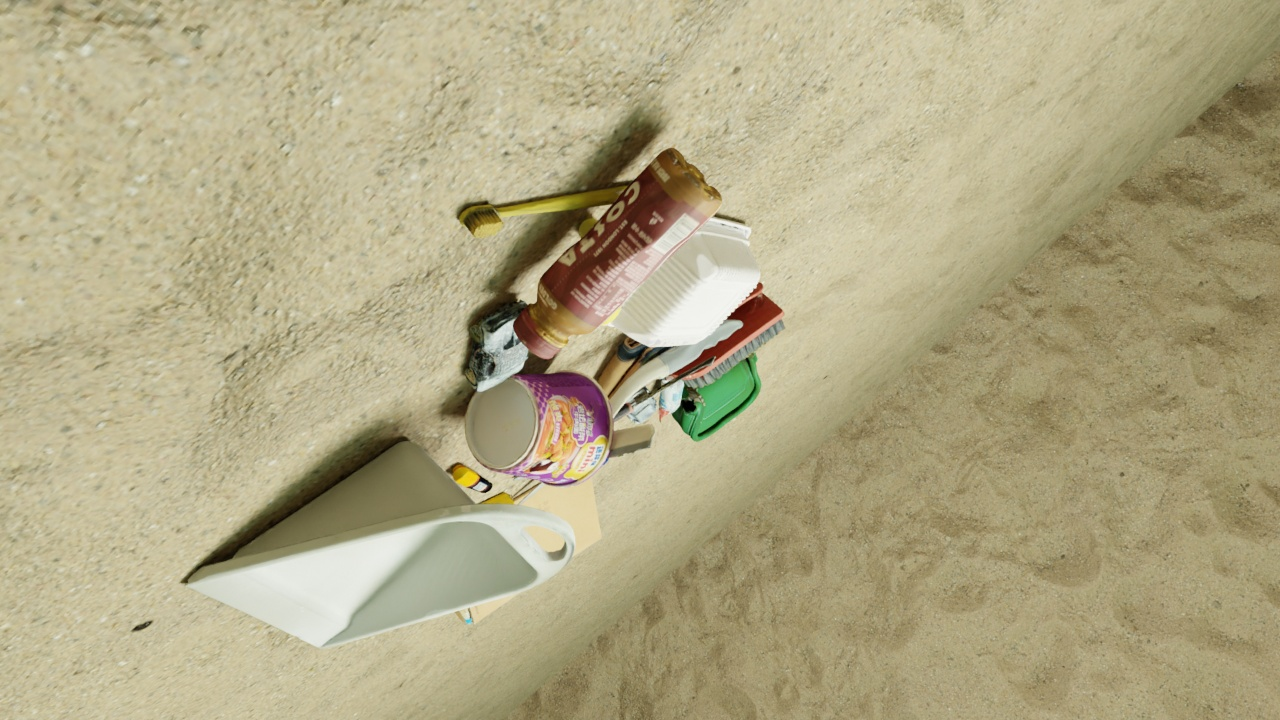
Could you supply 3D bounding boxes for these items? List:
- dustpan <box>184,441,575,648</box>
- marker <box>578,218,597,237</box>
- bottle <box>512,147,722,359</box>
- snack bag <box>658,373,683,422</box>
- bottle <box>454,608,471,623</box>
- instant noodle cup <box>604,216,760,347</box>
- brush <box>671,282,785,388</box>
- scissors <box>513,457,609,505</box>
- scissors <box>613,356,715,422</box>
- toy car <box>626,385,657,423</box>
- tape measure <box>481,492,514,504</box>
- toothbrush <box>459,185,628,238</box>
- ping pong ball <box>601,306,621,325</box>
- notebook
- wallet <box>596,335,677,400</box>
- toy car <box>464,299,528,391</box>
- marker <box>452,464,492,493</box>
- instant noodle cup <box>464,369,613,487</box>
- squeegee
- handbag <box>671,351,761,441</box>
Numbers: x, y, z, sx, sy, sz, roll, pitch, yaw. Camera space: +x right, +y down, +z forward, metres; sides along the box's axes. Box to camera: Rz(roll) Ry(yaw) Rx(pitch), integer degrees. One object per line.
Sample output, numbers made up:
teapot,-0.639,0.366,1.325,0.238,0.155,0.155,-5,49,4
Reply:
dustpan,-0.197,0.187,0.797,0.257,0.142,0.223,-41,149,-11
marker,-0.029,-0.085,0.739,0.018,0.015,0.124,-36,164,-1
bottle,-0.021,-0.072,0.661,0.175,0.057,0.057,-43,163,16
snack bag,0.039,0.035,1.139,0.045,0.026,0.105,-44,156,-35
bottle,-0.164,0.266,1.247,0.218,0.065,0.065,-36,162,-13
instant noodle cup,0.046,-0.067,0.865,0.138,0.060,0.173,-47,163,22
brush,0.093,-0.029,1.067,0.145,0.063,0.069,-37,132,-4
scissors,-0.087,0.123,1.126,0.163,0.012,0.175,-51,154,21
scissors,-0.012,0.052,1.021,0.176,0.015,0.211,-26,175,-45
toy car,0.000,0.057,1.124,0.043,0.034,0.090,-42,165,-3
tape measure,-0.180,0.187,1.077,0.059,0.029,0.057,-21,155,-46
toothbrush,-0.048,-0.107,0.639,0.189,0.016,0.016,-20,155,-48
ping pong ball,-0.036,-0.049,0.769,0.040,0.040,0.040,-36,162,-13
notebook,-0.142,0.228,1.180,0.211,0.012,0.150,-29,131,-30
wallet,-0.006,0.006,0.988,0.090,0.033,0.116,-25,161,-43
toy car,-0.111,-0.008,0.734,0.048,0.031,0.106,-29,161,-29
marker,-0.175,0.126,0.964,0.018,0.015,0.124,-37,165,-6
instant noodle cup,-0.095,0.059,0.818,0.112,0.111,0.099,-46,155,18
squeegee,0.019,0.016,0.932,0.245,0.039,0.247,-40,-171,-29
handbag,0.102,0.041,1.232,0.131,0.068,0.120,-36,161,-15
